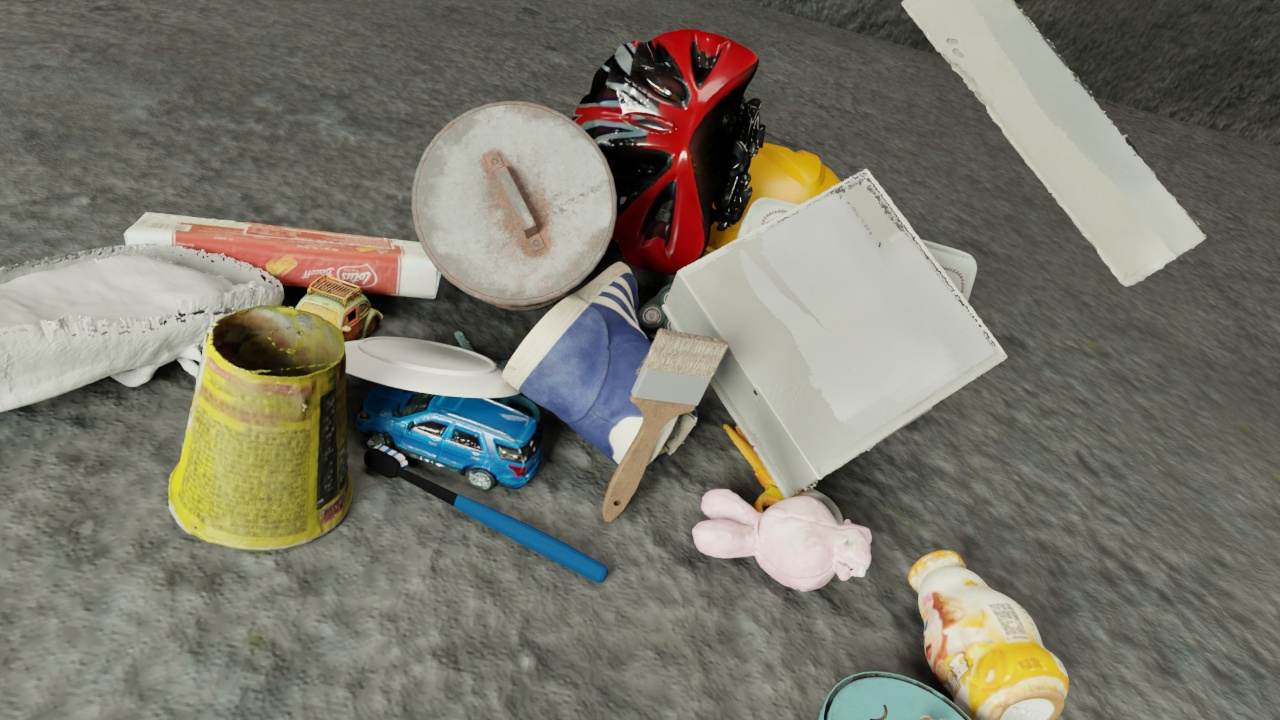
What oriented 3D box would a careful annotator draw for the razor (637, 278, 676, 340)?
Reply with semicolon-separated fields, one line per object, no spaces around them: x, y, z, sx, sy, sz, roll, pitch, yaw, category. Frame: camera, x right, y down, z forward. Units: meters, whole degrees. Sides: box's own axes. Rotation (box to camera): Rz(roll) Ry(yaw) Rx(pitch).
0.034;-0.052;0.822;0.047;0.052;0.142;22;21;6;razor

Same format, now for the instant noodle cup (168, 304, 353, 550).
-0.204;0.033;0.503;0.102;0.108;0.102;14;31;-9;instant noodle cup

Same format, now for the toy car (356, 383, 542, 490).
-0.121;0.043;0.591;0.120;0.044;0.056;17;31;3;toy car

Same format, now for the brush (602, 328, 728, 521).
0.004;0.044;0.549;0.045;0.143;0.008;10;32;-27;brush

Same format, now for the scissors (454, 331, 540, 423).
-0.126;0.014;0.667;0.134;0.015;0.135;-12;40;-34;scissors

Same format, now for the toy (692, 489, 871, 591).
0.087;0.112;0.574;0.110;0.047;0.063;14;32;11;toy

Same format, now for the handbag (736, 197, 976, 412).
0.167;-0.046;0.779;0.198;0.142;0.096;15;0;0;handbag

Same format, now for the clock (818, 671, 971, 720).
0.136;0.206;0.436;0.124;0.053;0.089;35;36;29;clock

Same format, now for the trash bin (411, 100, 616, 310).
-0.090;-0.101;0.672;0.131;0.131;0.211;12;-1;-7;trash bin

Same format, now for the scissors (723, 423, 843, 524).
0.098;0.083;0.657;0.070;0.013;0.130;2;34;-23;scissors

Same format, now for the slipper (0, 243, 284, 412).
-0.326;-0.021;0.566;0.112;0.075;0.246;40;29;12;slipper

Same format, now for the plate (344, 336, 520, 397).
-0.142;0.001;0.614;0.134;0.011;0.134;12;9;-2;plate

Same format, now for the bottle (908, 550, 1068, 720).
0.194;0.159;0.528;0.063;0.063;0.108;6;32;-17;bottle

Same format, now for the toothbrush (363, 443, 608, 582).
-0.094;0.092;0.551;0.168;0.014;0.014;24;20;11;toothbrush

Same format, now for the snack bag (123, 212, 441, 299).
-0.270;-0.081;0.715;0.225;0.041;0.077;6;16;-19;snack bag

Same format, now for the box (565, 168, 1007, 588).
0.082;0.043;0.762;0.171;0.405;0.169;-26;77;-29;box

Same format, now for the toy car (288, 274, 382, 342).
-0.225;-0.033;0.660;0.047;0.047;0.111;17;27;3;toy car

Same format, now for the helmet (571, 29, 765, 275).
0.017;-0.193;0.848;0.167;0.217;0.272;15;3;-4;helmet

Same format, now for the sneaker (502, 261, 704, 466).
-0.005;0.004;0.668;0.118;0.091;0.232;38;14;2;sneaker

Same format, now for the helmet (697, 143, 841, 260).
0.142;-0.151;0.945;0.205;0.132;0.255;6;31;-15;helmet
